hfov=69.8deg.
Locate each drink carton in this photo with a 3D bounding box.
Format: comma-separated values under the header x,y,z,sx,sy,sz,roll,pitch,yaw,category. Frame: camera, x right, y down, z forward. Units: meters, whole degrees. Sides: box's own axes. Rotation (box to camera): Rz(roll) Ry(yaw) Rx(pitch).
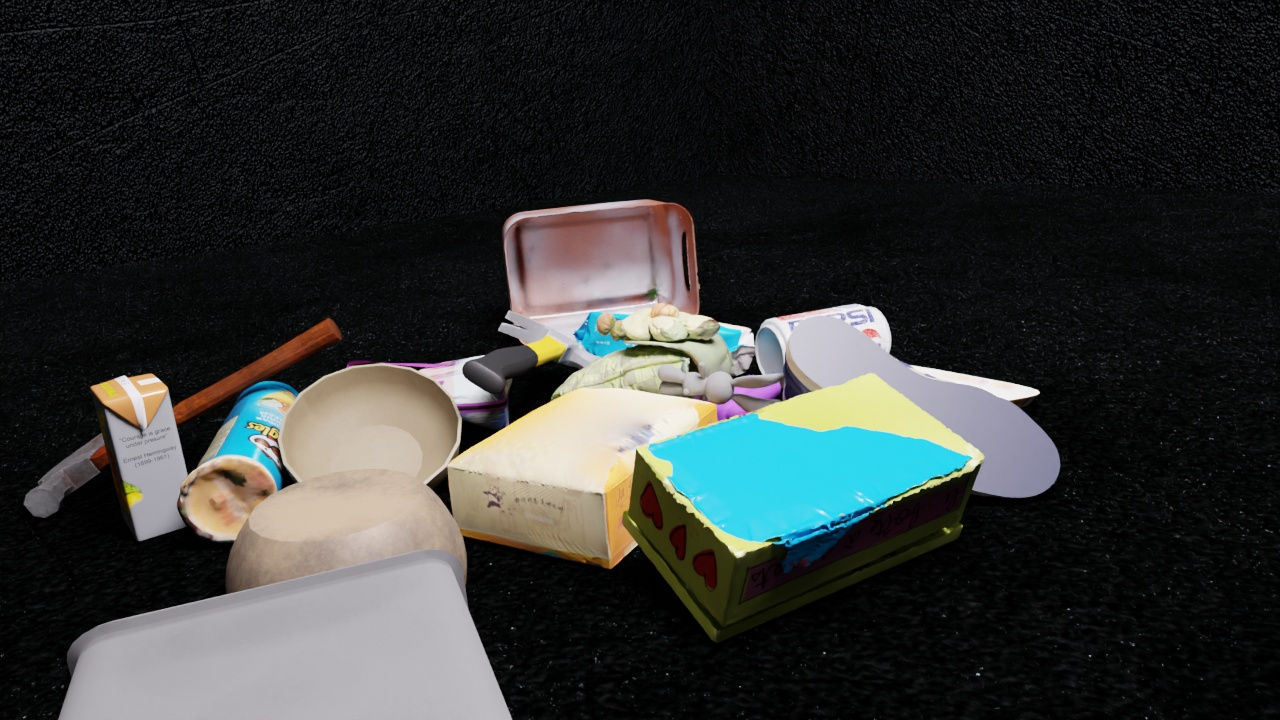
x,y,z,sx,sy,sz,roll,pitch,yaw,category
-0.417,0.079,0.772,0.048,0.125,0.076,-16,20,-35,drink carton

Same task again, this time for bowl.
x,y,z,sx,sy,sz,roll,pitch,yaw,category
-0.205,0.131,0.639,0.162,0.070,0.162,-4,16,1,bowl
-0.233,0.075,0.805,0.152,0.051,0.152,4,47,-5,bowl

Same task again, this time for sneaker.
x,y,z,sx,sy,sz,roll,pitch,yaw,category
0.219,0.060,0.785,0.233,0.119,0.091,29,67,10,sneaker

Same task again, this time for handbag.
x,y,z,sx,sy,sz,roll,pitch,yaw,category
-0.220,0.025,0.954,0.170,0.068,0.144,5,15,-9,handbag
-0.005,0.005,0.901,0.187,0.117,0.113,-16,3,23,handbag

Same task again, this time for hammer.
x,y,z,sx,sy,sz,roll,pitch,yaw,category
-0.424,0.043,0.874,0.300,0.028,0.111,-30,20,-6,hammer
-0.116,-0.003,0.936,0.127,0.029,0.323,31,9,4,hammer

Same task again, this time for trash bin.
x,y,z,sx,sy,sz,roll,pitch,yaw,category
-0.147,0.187,0.390,0.191,0.098,0.220,-10,19,-19,trash bin
-0.061,-0.130,1.304,0.259,0.182,0.157,-8,15,-9,trash bin

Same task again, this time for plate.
x,y,z,sx,sy,sz,roll,pitch,yaw,category
0.278,0.029,0.911,0.186,0.016,0.187,-4,12,-42,plate

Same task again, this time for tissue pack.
x,y,z,sx,sy,sz,roll,pitch,yaw,category
0.025,-0.022,1.085,0.210,0.066,0.116,9,5,45,tissue pack

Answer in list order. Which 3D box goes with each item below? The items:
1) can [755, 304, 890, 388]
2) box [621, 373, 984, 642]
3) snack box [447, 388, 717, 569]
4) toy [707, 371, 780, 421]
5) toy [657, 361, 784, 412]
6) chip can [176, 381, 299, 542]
x,y,z,sx,sy,sz,roll,pitch,yaw,category
0.203,-0.017,1.025,0.136,0.078,0.078,-10,18,-20,can
0.110,0.092,0.629,0.220,0.082,0.124,-17,39,-29,box
-0.038,0.080,0.751,0.145,0.081,0.194,6,19,28,snack box
0.084,0.052,0.858,0.088,0.056,0.106,-21,3,-16,toy
0.069,0.024,0.799,0.112,0.049,0.030,8,37,20,toy
-0.351,0.084,0.827,0.079,0.080,0.229,-8,16,-11,chip can
